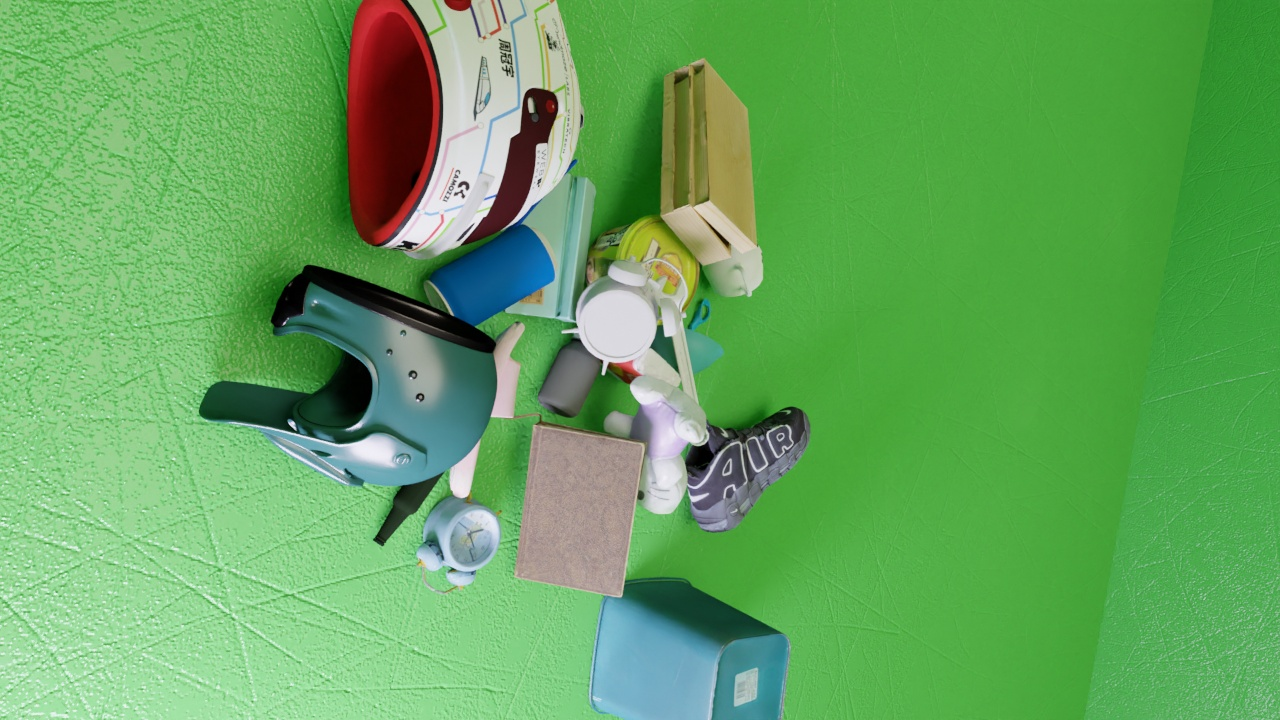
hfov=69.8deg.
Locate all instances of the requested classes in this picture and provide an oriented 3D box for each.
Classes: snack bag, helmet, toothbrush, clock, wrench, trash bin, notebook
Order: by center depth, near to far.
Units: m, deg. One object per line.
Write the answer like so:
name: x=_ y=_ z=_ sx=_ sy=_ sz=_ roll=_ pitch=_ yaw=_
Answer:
helmet: x=-0.290 y=0.031 z=0.957 sx=0.274 sy=0.176 sz=0.200 roll=22 pitch=96 yaw=-32
helmet: x=-0.178 y=-0.262 z=0.980 sx=0.235 sy=0.231 sz=0.314 roll=-1 pitch=91 yaw=-44
clock: x=-0.222 y=0.224 z=1.120 sx=0.089 sy=0.052 sz=0.124 roll=44 pitch=67 yaw=-37
toothbrush: x=-0.142 y=-0.183 z=1.139 sx=0.186 sy=0.016 sz=0.011 roll=-47 pitch=132 yaw=-9
clock: x=-0.013 y=-0.064 z=1.149 sx=0.159 sy=0.061 sz=0.120 roll=-39 pitch=107 yaw=13
notebook: x=-0.098 y=0.185 z=1.177 sx=0.034 sy=0.190 sz=0.215 roll=-54 pitch=154 yaw=-78
snack bag: x=-0.007 y=0.007 z=1.241 sx=0.077 sy=0.116 sz=0.036 roll=42 pitch=73 yaw=-35
wrench: x=0.059 y=0.006 z=1.241 sx=0.047 sy=0.009 sz=0.274 roll=-15 pitch=122 yaw=-4
trash bin: x=0.075 y=0.431 z=1.294 sx=0.196 sy=0.219 sz=0.199 roll=8 pitch=89 yaw=-42

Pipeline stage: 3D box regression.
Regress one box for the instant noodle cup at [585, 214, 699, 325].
instant noodle cup: x=-0.002 y=-0.122 z=1.241 sx=0.146 sy=0.098 sz=0.146 roll=-6 pitch=99 yaw=-41

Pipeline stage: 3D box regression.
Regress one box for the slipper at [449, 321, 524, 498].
slipper: x=-0.181 y=0.058 z=1.102 sx=0.055 sy=0.107 sz=0.221 roll=19 pitch=88 yaw=-12

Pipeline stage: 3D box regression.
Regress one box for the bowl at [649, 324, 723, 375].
bowl: x=0.051 y=-0.005 z=1.282 sx=0.121 sy=0.121 sz=0.046 roll=30 pitch=68 yaw=-39

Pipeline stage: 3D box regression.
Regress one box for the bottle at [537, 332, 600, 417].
bottle: x=-0.089 y=0.017 z=1.206 sx=0.060 sy=0.060 sz=0.108 roll=36 pitch=72 yaw=-38

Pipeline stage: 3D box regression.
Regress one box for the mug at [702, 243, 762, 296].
mug: x=0.140 y=-0.137 z=1.351 sx=0.090 sy=0.123 sz=0.076 roll=-20 pitch=121 yaw=-1

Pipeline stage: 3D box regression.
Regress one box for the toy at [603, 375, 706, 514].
toy: x=0.016 y=0.112 z=1.217 sx=0.085 sy=0.138 sz=0.210 roll=-38 pitch=157 yaw=-42

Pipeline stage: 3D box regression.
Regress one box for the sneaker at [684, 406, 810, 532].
sneaker: x=0.148 y=0.129 z=1.408 sx=0.252 sy=0.097 sz=0.151 roll=-44 pitch=119 yaw=-22

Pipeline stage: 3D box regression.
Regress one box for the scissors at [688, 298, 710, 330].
scissors: x=0.063 y=-0.042 z=1.366 sx=0.127 sy=0.014 sz=0.127 roll=29 pitch=80 yaw=-43

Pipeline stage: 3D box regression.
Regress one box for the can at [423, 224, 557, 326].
can: x=-0.176 y=-0.098 z=1.089 sx=0.145 sy=0.079 sz=0.079 roll=-33 pitch=116 yaw=-21

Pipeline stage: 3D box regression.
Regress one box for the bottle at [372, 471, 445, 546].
bottle: x=-0.273 y=0.163 z=1.081 sx=0.033 sy=0.033 sz=0.122 roll=47 pitch=66 yaw=-34

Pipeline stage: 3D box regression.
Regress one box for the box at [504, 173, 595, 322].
box: x=-0.114 y=-0.146 z=1.186 sx=0.112 sy=0.078 sz=0.187 roll=5 pitch=90 yaw=-13

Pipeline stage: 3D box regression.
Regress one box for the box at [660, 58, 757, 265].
box: x=0.093 y=-0.271 z=1.238 sx=0.128 sy=0.092 sz=0.248 roll=46 pitch=38 yaw=-51
